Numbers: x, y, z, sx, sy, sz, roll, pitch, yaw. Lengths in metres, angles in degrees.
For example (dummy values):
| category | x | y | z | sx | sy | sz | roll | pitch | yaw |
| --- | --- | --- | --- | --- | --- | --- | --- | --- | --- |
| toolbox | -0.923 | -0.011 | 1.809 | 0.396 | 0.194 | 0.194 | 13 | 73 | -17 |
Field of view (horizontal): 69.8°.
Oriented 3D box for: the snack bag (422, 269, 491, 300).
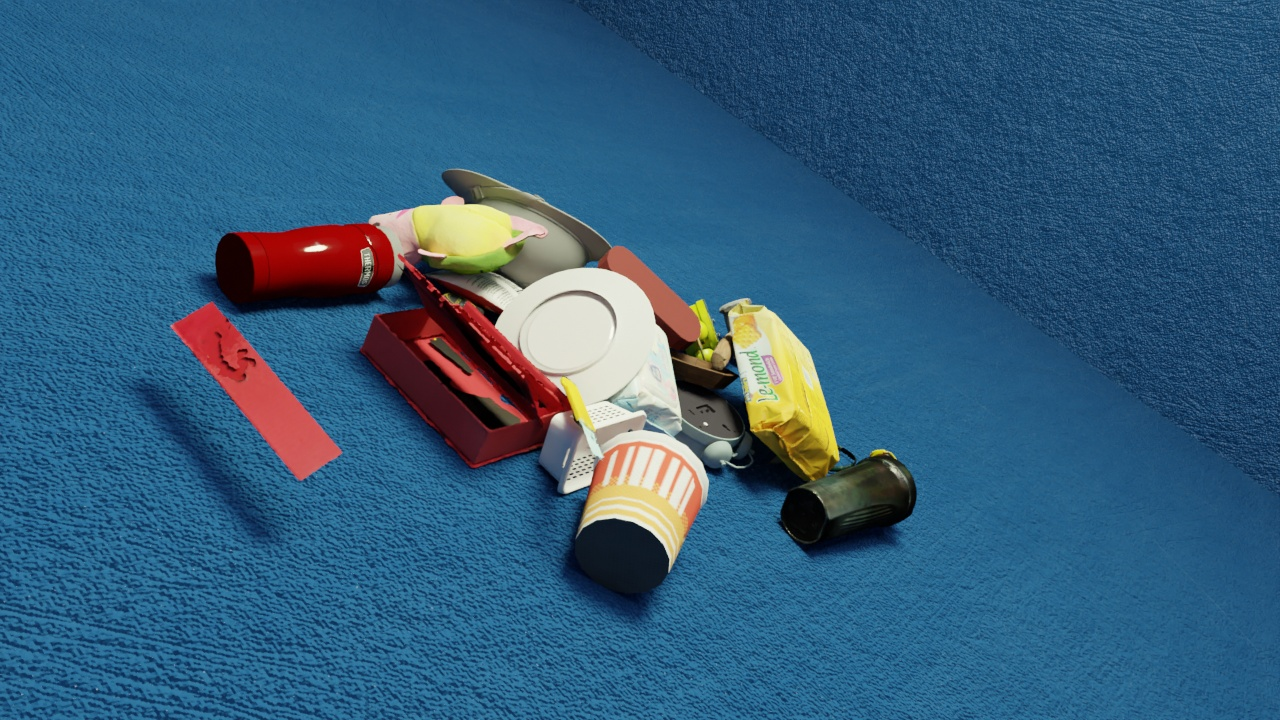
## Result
| category | x | y | z | sx | sy | sz | roll | pitch | yaw |
| --- | --- | --- | --- | --- | --- | --- | --- | --- | --- |
| snack bag | -0.202 | -0.092 | 1.231 | 0.144 | 0.039 | 0.130 | 26 | 13 | 4 |

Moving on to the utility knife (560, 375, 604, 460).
| category | x | y | z | sx | sy | sz | roll | pitch | yaw |
| --- | --- | --- | --- | --- | --- | --- | --- | --- | --- |
| utility knife | -0.061 | 0.056 | 0.956 | 0.030 | 0.019 | 0.224 | 39 | 3 | -19 |

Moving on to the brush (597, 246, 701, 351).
| category | x | y | z | sx | sy | sz | roll | pitch | yaw |
| --- | --- | --- | --- | --- | --- | --- | --- | --- | --- |
| brush | 0.008 | -0.081 | 1.276 | 0.173 | 0.042 | 0.082 | 42 | 32 | -11 |

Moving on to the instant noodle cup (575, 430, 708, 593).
| category | x | y | z | sx | sy | sz | roll | pitch | yaw |
| --- | --- | --- | --- | --- | --- | --- | --- | --- | --- |
| instant noodle cup | -0.004 | 0.156 | 0.919 | 0.123 | 0.124 | 0.120 | 29 | 33 | -2 |

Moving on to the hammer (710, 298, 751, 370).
| category | x | y | z | sx | sy | sz | roll | pitch | yaw |
| --- | --- | --- | --- | --- | --- | --- | --- | --- | --- |
| hammer | 0.136 | -0.029 | 1.356 | 0.327 | 0.052 | 0.098 | -35 | 108 | -74 |

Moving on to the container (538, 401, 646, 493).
| category | x | y | z | sx | sy | sz | roll | pitch | yaw |
| --- | --- | --- | --- | --- | --- | --- | --- | --- | --- |
| container | -0.057 | 0.091 | 1.023 | 0.049 | 0.081 | 0.129 | 30 | 23 | 28 |

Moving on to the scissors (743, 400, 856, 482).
| category | x | y | z | sx | sy | sz | roll | pitch | yaw |
| --- | --- | --- | --- | --- | --- | --- | --- | --- | --- |
| scissors | 0.240 | 0.125 | 1.334 | 0.204 | 0.015 | 0.201 | 15 | 31 | -29 |

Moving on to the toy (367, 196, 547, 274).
| category | x | y | z | sx | sy | sz | roll | pitch | yaw |
| --- | --- | --- | --- | --- | --- | --- | --- | --- | --- |
| toy | -0.240 | -0.157 | 1.184 | 0.238 | 0.088 | 0.189 | -3 | 35 | -1 |

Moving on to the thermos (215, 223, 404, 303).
| category | x | y | z | sx | sy | sz | roll | pitch | yaw |
| --- | --- | --- | --- | --- | --- | --- | --- | --- | --- |
| thermos | -0.383 | -0.117 | 1.059 | 0.108 | 0.084 | 0.198 | 24 | 22 | 31 |

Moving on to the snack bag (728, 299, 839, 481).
| category | x | y | z | sx | sy | sz | roll | pitch | yaw |
| --- | --- | --- | --- | --- | --- | --- | --- | --- | --- |
| snack bag | 0.198 | 0.042 | 1.249 | 0.159 | 0.068 | 0.246 | 44 | 28 | -40 |

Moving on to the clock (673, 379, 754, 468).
| category | x | y | z | sx | sy | sz | roll | pitch | yaw |
| --- | --- | --- | --- | --- | --- | --- | --- | --- | --- |
| clock | 0.083 | 0.087 | 1.207 | 0.159 | 0.045 | 0.122 | 43 | 29 | 23 |

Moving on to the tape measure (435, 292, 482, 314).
| category | x | y | z | sx | sy | sz | roll | pitch | yaw |
| --- | --- | --- | --- | --- | --- | --- | --- | --- | --- |
| tape measure | -0.230 | -0.058 | 1.157 | 0.061 | 0.034 | 0.061 | 31 | 13 | -7 |

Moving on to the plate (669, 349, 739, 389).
| category | x | y | z | sx | sy | sz | roll | pitch | yaw |
| --- | --- | --- | --- | --- | --- | --- | --- | --- | --- |
| plate | 0.069 | 0.012 | 1.260 | 0.131 | 0.025 | 0.131 | 17 | 5 | -2 |

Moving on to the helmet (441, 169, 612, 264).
| category | x | y | z | sx | sy | sz | roll | pitch | yaw |
| --- | --- | --- | --- | --- | --- | --- | --- | --- | --- |
| helmet | -0.180 | -0.160 | 1.310 | 0.271 | 0.117 | 0.183 | 24 | -11 | -5 |

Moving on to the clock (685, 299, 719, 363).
| category | x | y | z | sx | sy | sz | roll | pitch | yaw |
| --- | --- | --- | --- | --- | --- | --- | --- | --- | --- |
| clock | 0.090 | -0.041 | 1.395 | 0.119 | 0.057 | 0.083 | -102 | 171 | -55 |

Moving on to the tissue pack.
| category | x | y | z | sx | sy | sz | roll | pitch | yaw |
| --- | --- | --- | --- | --- | --- | --- | --- | --- | --- |
| tissue pack | -0.007 | 0.007 | 1.148 | 0.112 | 0.070 | 0.181 | 33 | 38 | -45 |

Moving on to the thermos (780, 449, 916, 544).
| category | x | y | z | sx | sy | sz | roll | pitch | yaw |
| --- | --- | --- | --- | --- | --- | --- | --- | --- | --- |
| thermos | 0.275 | 0.179 | 1.187 | 0.220 | 0.098 | 0.098 | -5 | 42 | -43 |

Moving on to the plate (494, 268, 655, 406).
| category | x | y | z | sx | sy | sz | roll | pitch | yaw |
| --- | --- | --- | --- | --- | --- | --- | --- | --- | --- |
| plate | -0.086 | -0.033 | 1.111 | 0.208 | 0.208 | 0.015 | 48 | -11 | 33 |

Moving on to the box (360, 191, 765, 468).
| category | x | y | z | sx | sy | sz | roll | pitch | yaw |
| --- | --- | --- | --- | --- | --- | --- | --- | --- | --- |
| box | -0.077 | -0.063 | 1.105 | 0.477 | 0.171 | 0.214 | -38 | 65 | -21 |
